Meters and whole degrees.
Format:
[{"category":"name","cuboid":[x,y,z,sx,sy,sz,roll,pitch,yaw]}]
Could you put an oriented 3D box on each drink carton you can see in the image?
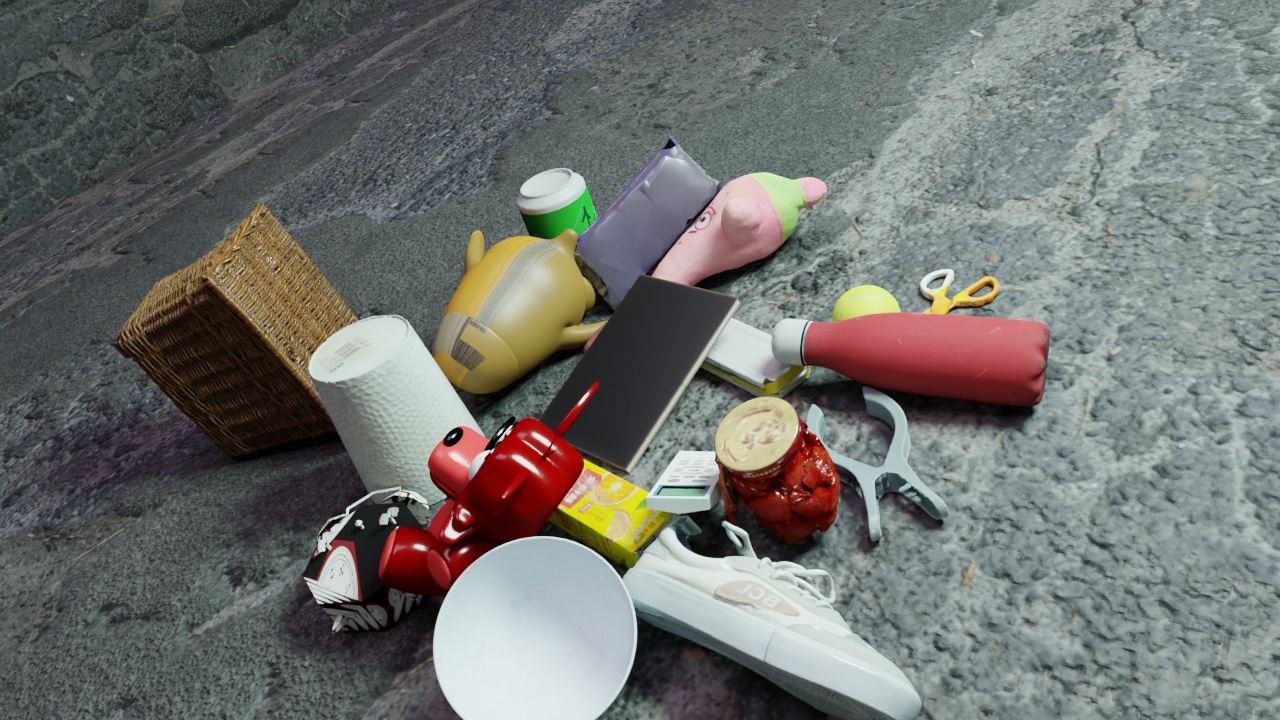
[{"category":"drink carton","cuboid":[-0.028,0.134,0.802,0.058,0.043,0.135,-41,39,-26]}]

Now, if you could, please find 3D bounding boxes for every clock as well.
[{"category":"clock","cuboid":[-0.247,0.168,0.838,0.114,0.065,0.154,-22,39,0]}]

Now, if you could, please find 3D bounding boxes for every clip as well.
[{"category":"clip","cuboid":[0.173,0.091,0.775,0.127,0.028,0.166,-19,34,5]}]

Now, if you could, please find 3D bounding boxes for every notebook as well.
[{"category":"notebook","cuboid":[-0.006,0.005,0.940,0.141,0.008,0.208,19,68,42]}]

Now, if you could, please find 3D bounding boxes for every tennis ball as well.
[{"category":"tennis ball","cuboid":[0.220,-0.041,0.895,0.065,0.065,0.065,-13,35,9]}]

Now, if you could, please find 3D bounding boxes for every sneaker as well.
[{"category":"sneaker","cuboid":[0.091,0.172,0.645,0.243,0.089,0.090,13,62,44]}]

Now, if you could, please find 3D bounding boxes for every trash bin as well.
[{"category":"trash bin","cuboid":[-0.247,0.049,0.922,0.133,0.161,0.133,-13,36,10]}]

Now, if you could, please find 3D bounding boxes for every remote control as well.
[{"category":"remote control","cuboid":[0.045,0.105,0.774,0.050,0.024,0.143,-1,10,14]}]

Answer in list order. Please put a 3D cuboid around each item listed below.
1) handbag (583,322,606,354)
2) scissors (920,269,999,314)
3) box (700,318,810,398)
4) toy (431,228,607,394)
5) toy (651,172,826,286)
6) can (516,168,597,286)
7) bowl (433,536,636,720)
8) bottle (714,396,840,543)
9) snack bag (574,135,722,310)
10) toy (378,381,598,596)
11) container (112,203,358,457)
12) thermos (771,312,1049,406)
[{"category":"handbag","cuboid":[-0.002,-0.008,1.001,0.120,0.029,0.055,17,54,35]},{"category":"scissors","cuboid":[0.295,-0.057,0.927,0.133,0.012,0.097,-30,35,-16]},{"category":"box","cuboid":[0.086,-0.017,0.962,0.064,0.033,0.209,-38,37,-20]},{"category":"toy","cuboid":[-0.151,-0.043,1.035,0.198,0.163,0.202,34,54,3]},{"category":"toy","cuboid":[0.105,-0.151,1.082,0.236,0.097,0.192,-36,5,-4]},{"category":"can","cuboid":[-0.094,-0.163,1.153,0.088,0.140,0.087,-13,35,9]},{"category":"bowl","cuboid":[-0.072,0.210,0.674,0.144,0.074,0.143,-2,60,4]},{"category":"bottle","cuboid":[0.105,0.090,0.733,0.099,0.111,0.098,-21,42,20]},{"category":"snack bag","cuboid":[0.003,-0.165,1.097,0.205,0.096,0.058,-48,9,-5]},{"category":"toy","cuboid":[-0.119,0.108,0.748,0.198,0.120,0.157,-50,-1,40]},{"category":"container","cuboid":[-0.447,-0.012,1.053,0.183,0.250,0.162,-21,34,16]},{"category":"thermos","cuboid":[0.234,-0.008,0.823,0.240,0.073,0.073,6,42,27]}]
